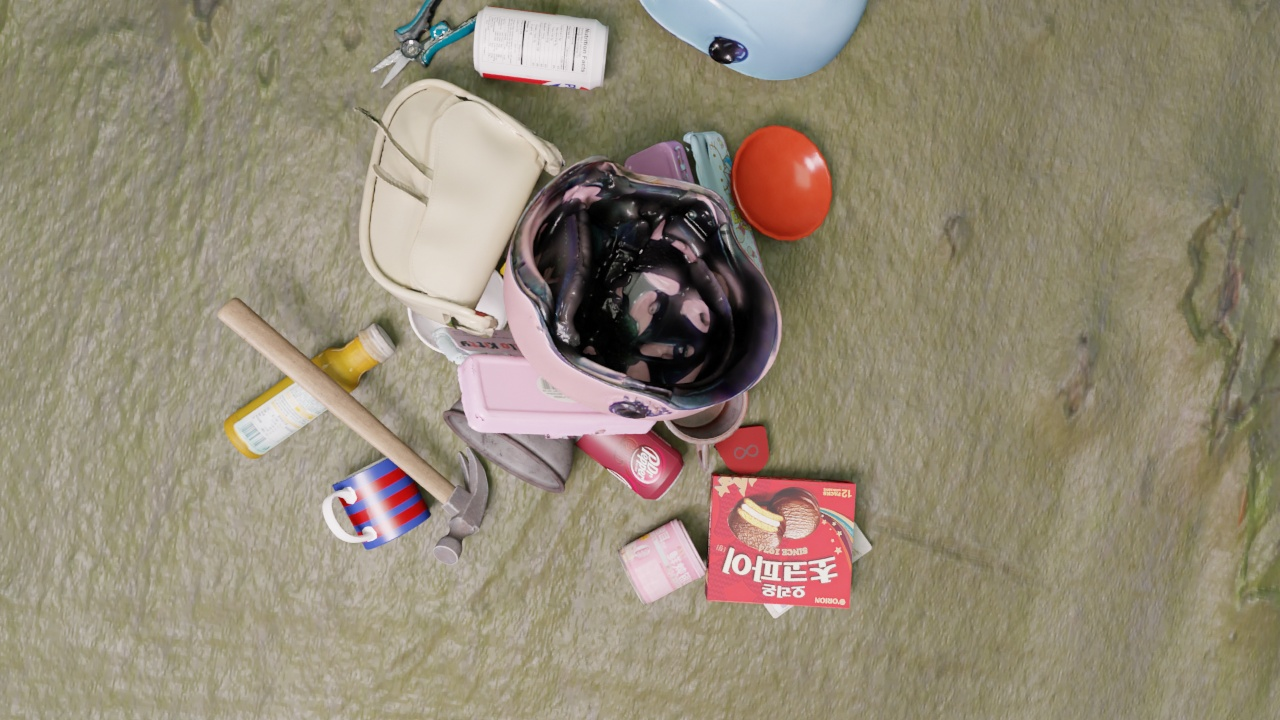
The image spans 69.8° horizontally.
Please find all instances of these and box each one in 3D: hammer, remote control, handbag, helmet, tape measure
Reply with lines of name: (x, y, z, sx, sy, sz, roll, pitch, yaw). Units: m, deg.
hammer: (-0.283, 0.061, 0.917, 0.331, 0.119, 0.031, 43, 127, -16)
remote control: (0.189, 0.228, 1.023, 0.136, 0.011, 0.050, -36, 94, -1)
handbag: (-0.188, -0.157, 0.881, 0.184, 0.132, 0.229, 18, 80, 15)
helmet: (0.123, -0.409, 0.913, 0.265, 0.167, 0.225, 30, 81, -14)
helmet: (-0.007, -0.044, 0.837, 0.255, 0.153, 0.229, 17, 59, -15)
tape measure: (0.110, 0.099, 1.008, 0.059, 0.019, 0.051, -7, 95, 4)

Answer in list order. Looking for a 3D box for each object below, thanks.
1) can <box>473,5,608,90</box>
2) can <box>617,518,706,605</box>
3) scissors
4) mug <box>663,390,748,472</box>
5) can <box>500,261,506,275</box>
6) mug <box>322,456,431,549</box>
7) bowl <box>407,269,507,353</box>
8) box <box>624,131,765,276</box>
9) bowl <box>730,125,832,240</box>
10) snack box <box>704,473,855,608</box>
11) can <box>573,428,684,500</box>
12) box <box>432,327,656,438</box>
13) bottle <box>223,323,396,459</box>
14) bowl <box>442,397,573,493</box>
can: (-0.102, -0.322, 0.947, 0.132, 0.070, 0.070, 6, 92, -4)
can: (0.024, 0.215, 0.984, 0.076, 0.067, 0.067, -28, 94, -1)
scissors: (-0.218, -0.350, 0.964, 0.150, 0.019, 0.120, -5, 94, -2)
mug: (0.061, 0.053, 0.959, 0.096, 0.110, 0.123, -2, 93, 1)
can: (-0.064, -0.115, 0.950, 0.101, 0.072, 0.131, 37, 103, -7)
mug: (-0.276, 0.151, 0.942, 0.075, 0.111, 0.076, -24, 95, 27)
bowl: (-0.188, -0.057, 0.964, 0.105, 0.054, 0.105, 0, 93, -6)
box: (0.069, -0.132, 0.987, 0.092, 0.090, 0.214, -21, 95, -46)
bowl: (0.143, -0.184, 0.974, 0.121, 0.035, 0.122, 2, 85, -23)
snack box: (0.150, 0.194, 0.997, 0.152, 0.036, 0.132, 3, 89, 0)
can: (-0.013, 0.094, 0.977, 0.114, 0.063, 0.063, 39, 90, -5)
box: (-0.088, 0.010, 0.895, 0.201, 0.155, 0.059, 3, 133, -33)
bottle: (-0.342, 0.029, 0.958, 0.186, 0.053, 0.053, -36, 94, -2)
bowl: (-0.123, 0.069, 0.940, 0.145, 0.145, 0.067, 34, 70, -5)
